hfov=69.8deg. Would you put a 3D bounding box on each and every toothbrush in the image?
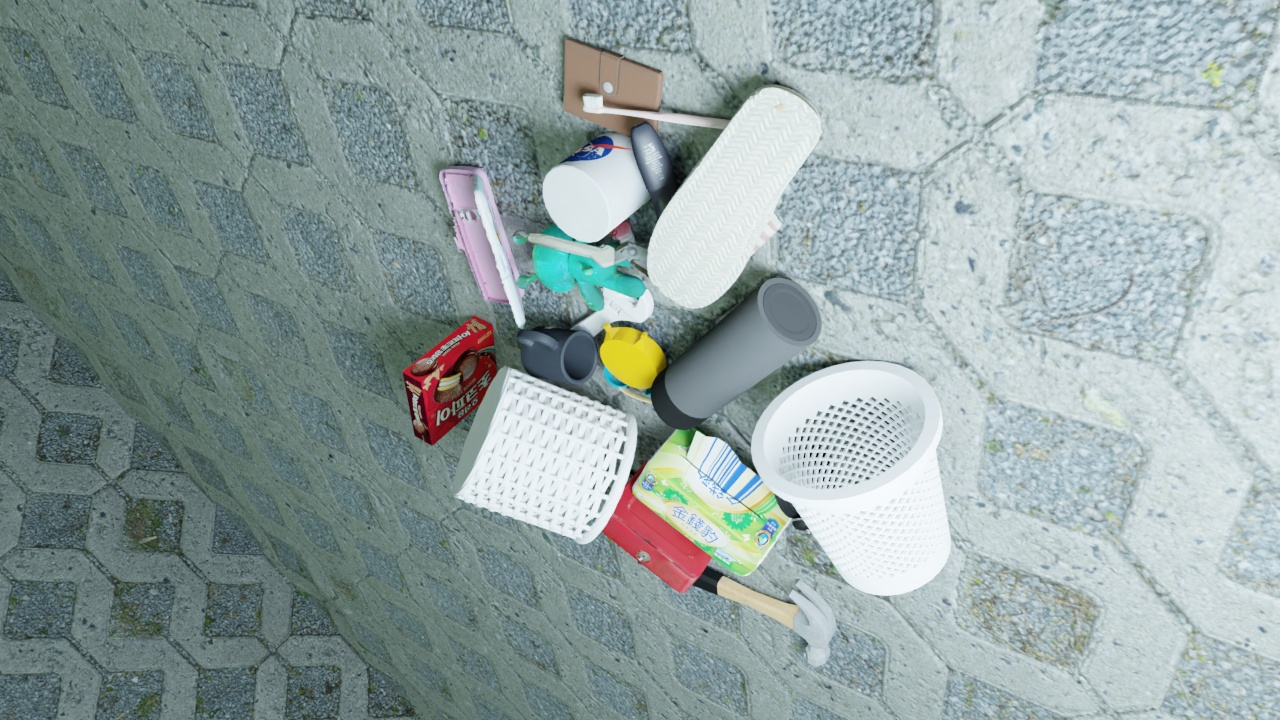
[{"bbox_3d":[0.019,-0.256,0.947,0.181,0.015,0.018,15,129,23],"label":"toothbrush"}]

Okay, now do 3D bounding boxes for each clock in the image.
[{"bbox_3d":[0.202,0.155,1.104,0.043,0.091,0.121,-13,101,36],"label":"clock"},{"bbox_3d":[-0.007,0.007,1.188,0.099,0.043,0.130,15,140,29],"label":"clock"}]

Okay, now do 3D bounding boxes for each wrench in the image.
[{"bbox_3d":[-0.069,-0.043,1.229,0.066,0.018,0.274,50,142,-7],"label":"wrench"}]

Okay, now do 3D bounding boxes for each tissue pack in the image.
[{"bbox_3d":[0.106,0.164,1.186,0.198,0.120,0.142,32,139,5],"label":"tissue pack"}]

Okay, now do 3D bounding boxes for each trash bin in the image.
[{"bbox_3d":[0.246,0.140,0.992,0.196,0.195,0.200,4,136,40],"label":"trash bin"}]

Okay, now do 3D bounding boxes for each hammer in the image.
[{"bbox_3d":[0.135,0.343,1.374,0.329,0.039,0.131,17,132,32],"label":"hammer"}]

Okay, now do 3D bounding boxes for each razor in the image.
[{"bbox_3d":[0.024,-0.189,0.986,0.052,0.047,0.143,-117,2,-57],"label":"razor"}]

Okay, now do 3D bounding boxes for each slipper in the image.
[{"bbox_3d":[0.096,-0.163,0.938,0.115,0.052,0.264,30,128,-3],"label":"slipper"}]

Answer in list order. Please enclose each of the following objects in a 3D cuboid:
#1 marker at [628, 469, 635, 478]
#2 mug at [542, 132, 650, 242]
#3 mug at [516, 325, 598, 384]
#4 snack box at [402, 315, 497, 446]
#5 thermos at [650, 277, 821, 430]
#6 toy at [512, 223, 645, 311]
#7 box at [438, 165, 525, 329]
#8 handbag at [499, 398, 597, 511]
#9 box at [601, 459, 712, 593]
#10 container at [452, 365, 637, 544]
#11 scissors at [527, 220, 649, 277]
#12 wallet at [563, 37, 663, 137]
[{"bbox_3d":[0.033,0.202,1.360,0.152,0.011,0.011,35,140,12],"label":"marker"},{"bbox_3d":[-0.056,-0.191,1.026,0.121,0.089,0.091,-5,120,44],"label":"mug"},{"bbox_3d":[-0.117,-0.014,1.212,0.078,0.071,0.105,8,162,39],"label":"mug"},{"bbox_3d":[-0.280,0.030,1.372,0.036,0.151,0.133,26,138,23],"label":"snack box"},{"bbox_3d":[0.102,-0.001,1.060,0.082,0.082,0.241,46,142,-1],"label":"thermos"},{"bbox_3d":[-0.078,-0.119,1.121,0.194,0.072,0.131,12,116,35],"label":"toy"},{"bbox_3d":[-0.195,-0.154,1.209,0.154,0.066,0.202,32,145,48],"label":"box"},{"bbox_3d":[-0.146,0.155,1.345,0.074,0.175,0.151,-18,111,48],"label":"handbag"},{"bbox_3d":[0.024,0.243,1.276,0.157,0.169,0.157,36,115,10],"label":"box"},{"bbox_3d":[-0.128,0.125,1.221,0.186,0.188,0.190,22,144,-15],"label":"container"},{"bbox_3d":[-0.043,-0.142,1.064,0.179,0.184,0.015,-14,158,9],"label":"scissors"},{"bbox_3d":[-0.032,-0.286,0.980,0.121,0.013,0.088,26,138,20],"label":"wallet"}]
